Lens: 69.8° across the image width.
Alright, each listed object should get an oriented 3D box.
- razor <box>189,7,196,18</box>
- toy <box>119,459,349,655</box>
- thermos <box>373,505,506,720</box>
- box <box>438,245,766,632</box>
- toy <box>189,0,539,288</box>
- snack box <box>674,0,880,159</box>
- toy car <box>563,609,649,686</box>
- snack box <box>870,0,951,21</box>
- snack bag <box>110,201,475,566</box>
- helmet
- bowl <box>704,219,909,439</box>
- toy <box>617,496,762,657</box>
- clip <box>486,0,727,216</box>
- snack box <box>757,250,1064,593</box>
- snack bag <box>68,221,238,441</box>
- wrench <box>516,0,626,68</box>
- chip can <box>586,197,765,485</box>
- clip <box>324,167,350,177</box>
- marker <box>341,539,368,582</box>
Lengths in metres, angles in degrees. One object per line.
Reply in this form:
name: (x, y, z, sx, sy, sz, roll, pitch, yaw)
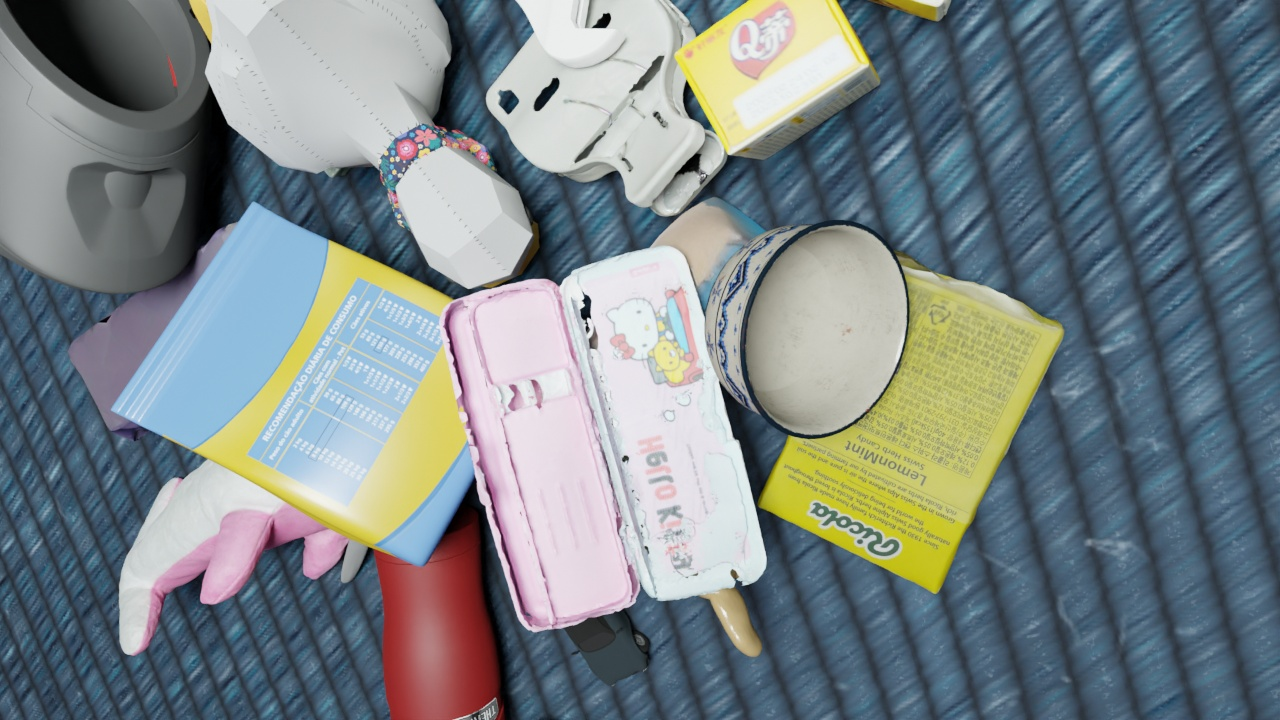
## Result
razor: (-0.292, -0.313, 0.613, 0.057, 0.060, 0.156, -5, 99, 45)
toy: (-0.283, 0.117, 0.694, 0.266, 0.186, 0.128, -33, 132, 20)
thermos: (-0.155, 0.212, 0.684, 0.108, 0.083, 0.199, 7, 105, 48)
box: (-0.023, 0.046, 0.534, 0.154, 0.045, 0.201, -14, 92, 0)
toy: (-0.166, -0.158, 0.546, 0.141, 0.246, 0.267, -40, 70, 1)
snack box: (0.079, -0.159, 0.503, 0.084, 0.105, 0.061, -30, 90, 21)
toy car: (-0.038, 0.182, 0.660, 0.046, 0.034, 0.112, -33, 92, 22)
snack box: (0.076, -0.277, 0.500, 0.230, 0.061, 0.110, 23, 108, 12)
snack bag: (-0.191, 0.015, 0.577, 0.205, 0.102, 0.158, 30, 74, -10)
helmet: (-0.389, -0.162, 0.620, 0.170, 0.163, 0.264, -32, 77, 34)
bowl: (0.084, -0.021, 0.501, 0.059, 0.115, 0.115, 22, 115, 57)
toy: (0.023, 0.120, 0.594, 0.108, 0.105, 0.134, -12, 93, 35)
clip: (-0.008, -0.154, 0.560, 0.151, 0.091, 0.126, 47, 113, 11)
snack box: (0.161, 0.034, 0.557, 0.121, 0.045, 0.181, 24, 106, 14)
snack bag: (-0.346, -0.018, 0.698, 0.206, 0.058, 0.096, -28, 93, 22)
wrench: (-0.115, -0.255, 0.560, 0.273, 0.018, 0.066, 33, 103, 21)
chip can: (-0.004, 0.003, 0.586, 0.080, 0.079, 0.230, 39, 111, 6)
clip: (-0.233, -0.162, 0.643, 0.023, 0.035, 0.074, -39, 95, 20)
marker: (-0.212, 0.131, 0.687, 0.016, 0.022, 0.139, 55, 137, 26)
